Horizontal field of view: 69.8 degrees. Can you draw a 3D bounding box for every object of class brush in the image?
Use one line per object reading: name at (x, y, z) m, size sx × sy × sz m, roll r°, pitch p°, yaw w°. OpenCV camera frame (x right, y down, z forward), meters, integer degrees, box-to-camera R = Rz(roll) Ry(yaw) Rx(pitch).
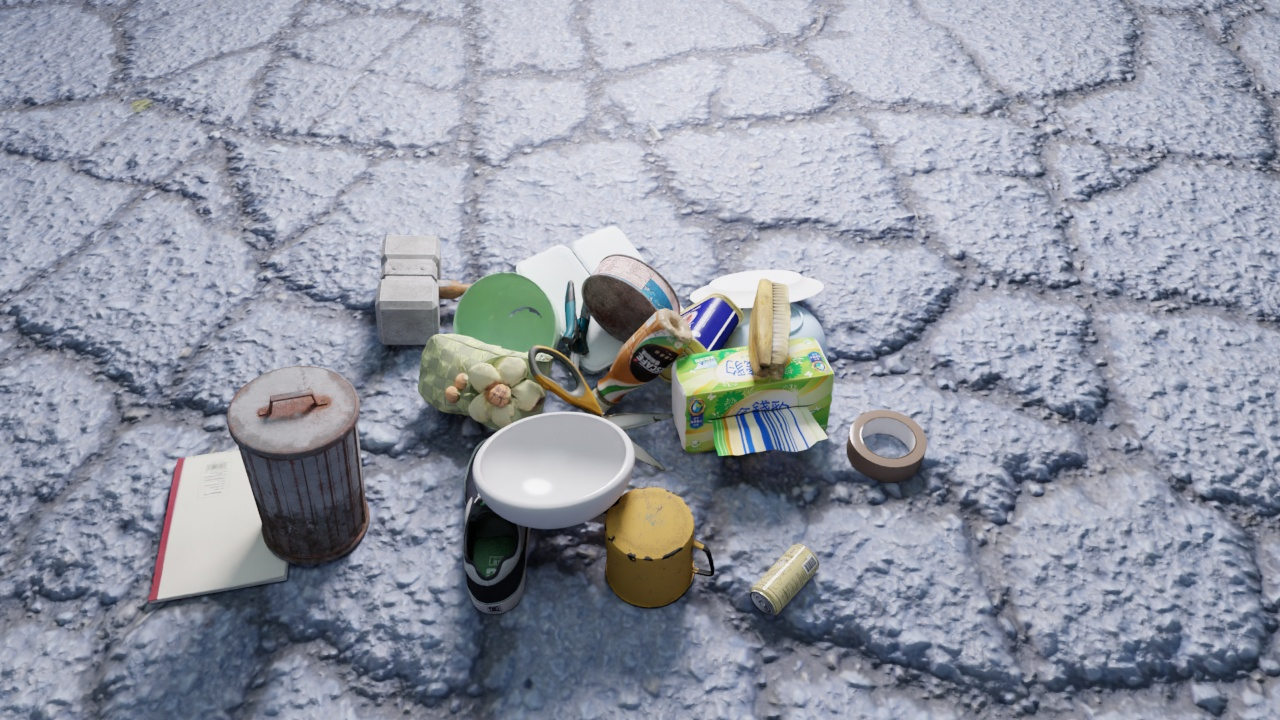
brush at (0.159, -0.043, 1.128) m, size 0.043 × 0.059 × 0.194 m, roll 11°, pitch 36°, yaw 0°

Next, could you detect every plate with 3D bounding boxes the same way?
plate at (0.164, -0.107, 1.305) m, size 0.188 × 0.016 × 0.188 m, roll -6°, pitch 17°, yaw 2°

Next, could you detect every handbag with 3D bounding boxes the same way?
handbag at (-0.203, 0.032, 1.158) m, size 0.186 × 0.113 × 0.116 m, roll 13°, pitch 8°, yaw 13°

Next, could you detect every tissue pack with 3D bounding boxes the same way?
tissue pack at (0.144, 0.063, 1.131) m, size 0.197 × 0.120 × 0.141 m, roll -13°, pitch 42°, yaw -3°

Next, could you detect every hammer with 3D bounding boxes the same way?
hammer at (-0.216, -0.103, 1.343) m, size 0.317 × 0.083 × 0.162 m, roll 0°, pitch 44°, yaw -10°

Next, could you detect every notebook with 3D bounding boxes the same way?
notebook at (-0.491, 0.185, 1.095) m, size 0.153 × 0.012 × 0.208 m, roll -9°, pitch 45°, yaw -6°

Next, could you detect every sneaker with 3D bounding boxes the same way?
sneaker at (-0.166, 0.167, 1.057) m, size 0.084 × 0.079 × 0.234 m, roll -5°, pitch 44°, yaw -3°

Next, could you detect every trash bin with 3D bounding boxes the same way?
trash bin at (-0.370, 0.113, 1.012) m, size 0.131 × 0.212 × 0.130 m, roll 5°, pitch 42°, yaw -4°

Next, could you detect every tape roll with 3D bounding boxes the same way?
tape roll at (0.305, 0.105, 1.140) m, size 0.094 × 0.030 × 0.093 m, roll -1°, pitch 45°, yaw 1°

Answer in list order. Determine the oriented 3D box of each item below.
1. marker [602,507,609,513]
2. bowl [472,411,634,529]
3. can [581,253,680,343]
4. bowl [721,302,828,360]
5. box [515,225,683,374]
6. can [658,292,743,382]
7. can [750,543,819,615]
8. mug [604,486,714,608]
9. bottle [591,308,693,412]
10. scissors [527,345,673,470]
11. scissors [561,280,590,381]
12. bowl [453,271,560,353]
marker at (-0.029, 0.174, 1.088) m, size 0.124 × 0.017 × 0.021 m, roll 4°, pitch 89°, yaw 7°
bowl at (-0.093, 0.131, 1.013) m, size 0.176 × 0.066 × 0.176 m, roll -3°, pitch 31°, yaw 2°
can at (-0.013, -0.078, 1.220) m, size 0.130 × 0.130 × 0.044 m, roll 23°, pitch 57°, yaw 23°
bowl at (0.184, -0.032, 1.251) m, size 0.150 × 0.075 × 0.150 m, roll -1°, pitch 45°, yaw 1°
box at (-0.053, -0.093, 1.315) m, size 0.188 × 0.037 × 0.208 m, roll -27°, pitch 69°, yaw -21°
can at (0.071, -0.028, 1.228) m, size 0.056 × 0.117 × 0.092 m, roll 45°, pitch 53°, yaw -12°
can at (0.158, 0.240, 1.003) m, size 0.038 × 0.038 × 0.079 m, roll 33°, pitch 54°, yaw 29°
mug at (0.021, 0.204, 1.002) m, size 0.124 × 0.094 × 0.100 m, roll 11°, pitch 46°, yaw 13°
bottle at (-0.007, 0.007, 1.169) m, size 0.059 × 0.167 × 0.059 m, roll 35°, pitch 27°, yaw -21°
scissors at (-0.066, 0.066, 1.119) m, size 0.224 × 0.016 × 0.216 m, roll -13°, pitch 80°, yaw -24°
scissors at (-0.083, -0.042, 1.243) m, size 0.019 × 0.126 × 0.143 m, roll -20°, pitch 11°, yaw 32°
bowl at (-0.171, -0.044, 1.247) m, size 0.151 × 0.151 × 0.077 m, roll 15°, pitch 6°, yaw 16°
